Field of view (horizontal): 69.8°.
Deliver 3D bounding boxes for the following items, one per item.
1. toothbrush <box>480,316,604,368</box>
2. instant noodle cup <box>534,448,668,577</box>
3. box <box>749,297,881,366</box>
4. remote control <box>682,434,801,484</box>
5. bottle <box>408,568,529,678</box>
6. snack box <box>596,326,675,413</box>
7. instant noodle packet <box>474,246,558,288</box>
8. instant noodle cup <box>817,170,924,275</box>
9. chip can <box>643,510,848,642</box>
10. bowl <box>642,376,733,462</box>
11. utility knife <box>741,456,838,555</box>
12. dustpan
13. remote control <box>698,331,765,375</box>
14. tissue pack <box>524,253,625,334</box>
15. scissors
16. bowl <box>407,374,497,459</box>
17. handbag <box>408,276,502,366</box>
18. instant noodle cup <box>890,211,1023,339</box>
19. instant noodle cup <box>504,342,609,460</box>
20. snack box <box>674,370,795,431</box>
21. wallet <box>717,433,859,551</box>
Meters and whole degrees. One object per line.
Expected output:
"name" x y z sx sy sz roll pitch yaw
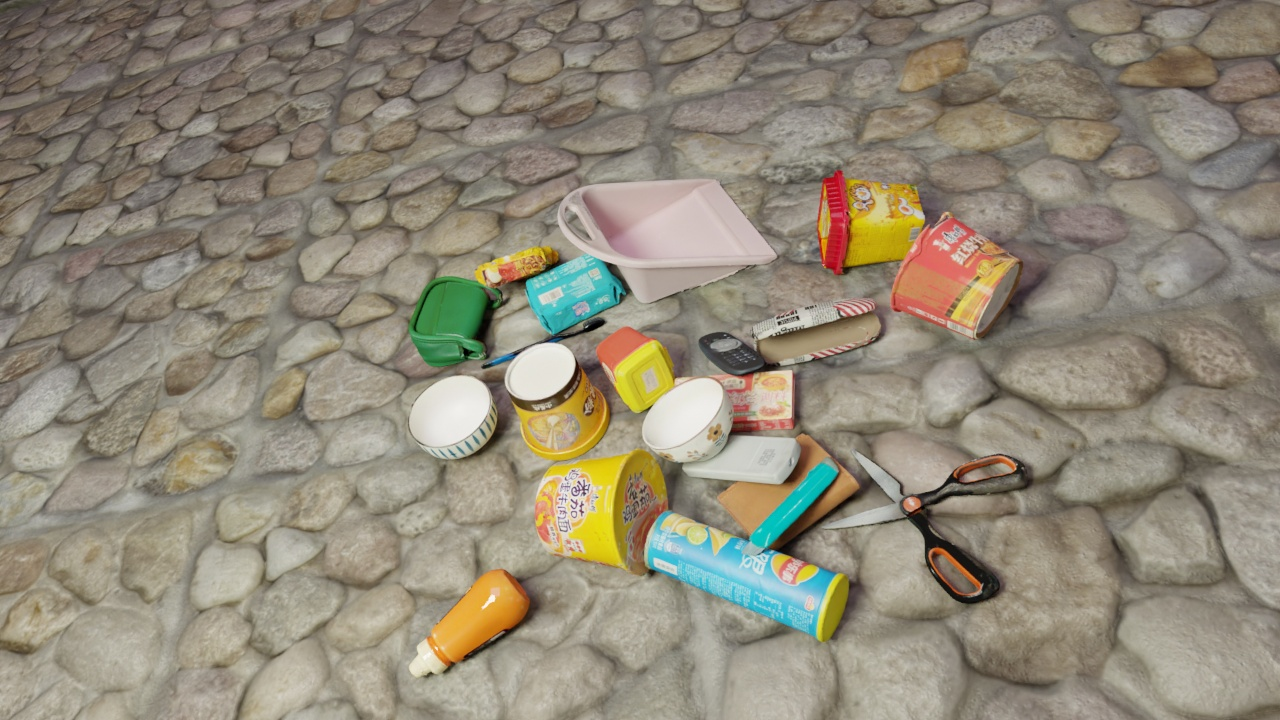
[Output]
"toothbrush" -0.140 -0.025 1.310 0.189 0.014 0.016 -21 47 2
"instant noodle cup" -0.047 0.170 1.040 0.110 0.138 0.137 -4 50 26
"box" 0.219 -0.052 1.166 0.163 0.082 0.075 -14 42 10
"remote control" 0.117 0.114 1.067 0.150 0.021 0.058 -1 45 47
"bottle" -0.196 0.300 1.027 0.149 0.067 0.067 -40 50 -6
"snack box" -0.007 0.007 1.189 0.082 0.091 0.080 -35 42 -12
"instant noodle packet" -0.182 -0.141 1.367 0.111 0.044 0.128 -13 9 5
"instant noodle cup" 0.308 -0.186 1.236 0.124 0.116 0.116 -1 50 3
"chip can" 0.110 0.225 0.976 0.210 0.071 0.071 16 58 30
"bowl" 0.065 0.080 1.086 0.114 0.062 0.113 -30 29 18
"utility knife" 0.163 0.157 0.988 0.029 0.013 0.165 27 51 35
"dustpan" 0.030 -0.201 1.317 0.273 0.139 0.222 -28 47 -5
"remote control" 0.117 -0.005 1.182 0.053 0.024 0.136 -19 25 -13
"tissue pack" -0.096 -0.100 1.333 0.133 0.050 0.093 -25 46 -4
"scissors" 0.315 0.160 0.993 0.221 0.022 0.233 -28 46 -4
"bowl" -0.241 0.084 1.217 0.116 0.066 0.116 -9 50 11
"handbag" -0.271 -0.056 1.351 0.120 0.068 0.131 4 51 11
"instant noodle cup" 0.389 -0.095 1.119 0.108 0.138 0.137 34 67 27
"instant noodle cup" -0.111 0.048 1.171 0.118 0.114 0.118 -10 48 11
"snack box" 0.116 0.052 1.150 0.153 0.025 0.075 -4 51 16
"wallet" 0.165 0.149 1.045 0.131 0.031 0.108 -35 45 -9
